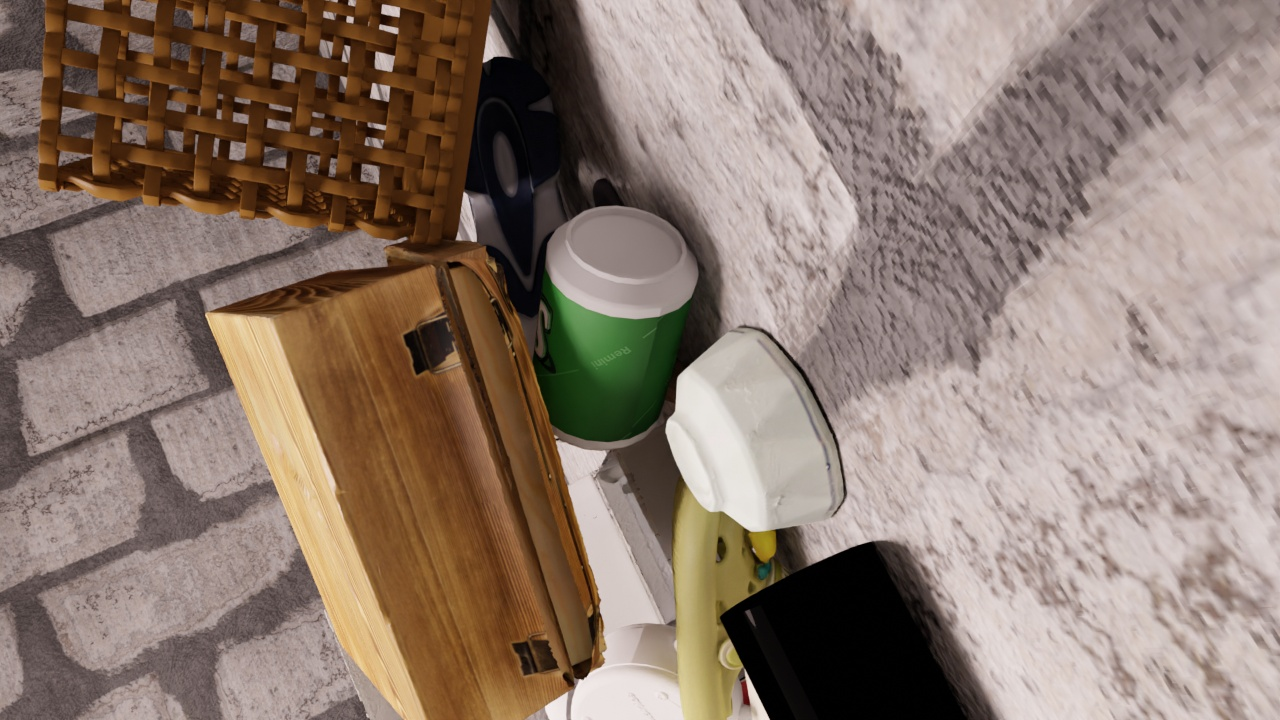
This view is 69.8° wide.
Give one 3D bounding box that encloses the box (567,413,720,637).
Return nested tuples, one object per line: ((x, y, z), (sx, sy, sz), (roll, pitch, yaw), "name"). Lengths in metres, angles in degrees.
((-0.047, 0.204, 0.906), (0.480, 0.118, 0.166), (-41, 72, 53), "box")

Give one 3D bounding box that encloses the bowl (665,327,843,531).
((0.053, 0.045, 0.506), (0.117, 0.061, 0.118), (60, 166, 26), "bowl")

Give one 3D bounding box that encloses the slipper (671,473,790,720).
((0.060, 0.150, 0.588), (0.091, 0.081, 0.190), (-63, -27, -78), "slipper")

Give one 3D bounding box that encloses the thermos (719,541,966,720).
((0.122, 0.198, 0.445), (0.198, 0.086, 0.086), (63, 166, 11), "thermos")

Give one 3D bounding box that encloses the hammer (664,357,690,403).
((-0.004, 0.004, 0.711), (0.305, 0.040, 0.132), (-153, 44, -68), "hammer")

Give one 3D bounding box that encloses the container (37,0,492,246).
((-0.223, -0.224, 0.577), (0.219, 0.214, 0.252), (-144, 62, -64), "container")

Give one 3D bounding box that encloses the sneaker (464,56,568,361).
((-0.095, -0.097, 0.745), (0.132, 0.103, 0.269), (-118, 19, -82), "sneaker")

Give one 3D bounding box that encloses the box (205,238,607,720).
((-0.144, 0.071, 0.604), (0.245, 0.167, 0.279), (10, 118, 60), "box")

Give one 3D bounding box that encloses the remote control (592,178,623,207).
((-0.004, -0.074, 0.629), (0.124, 0.009, 0.046), (59, 165, 26), "remote control")

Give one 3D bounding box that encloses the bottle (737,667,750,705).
((0.080, 0.300, 0.822), (0.062, 0.062, 0.177), (54, 162, 41), "bottle")

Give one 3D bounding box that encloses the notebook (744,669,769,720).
((0.099, 0.266, 0.550), (0.153, 0.012, 0.208), (112, 158, -57), "notebook")

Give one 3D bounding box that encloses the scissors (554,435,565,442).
((-0.048, 0.062, 0.768), (0.163, 0.154, 0.012), (158, 106, -74), "scissors")

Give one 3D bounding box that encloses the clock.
((0.009, 0.269, 0.693), (0.125, 0.161, 0.072), (53, -151, -13), "clock")

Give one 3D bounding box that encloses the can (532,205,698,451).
((-0.019, -0.016, 0.558), (0.087, 0.087, 0.140), (56, 147, 37), "can")
